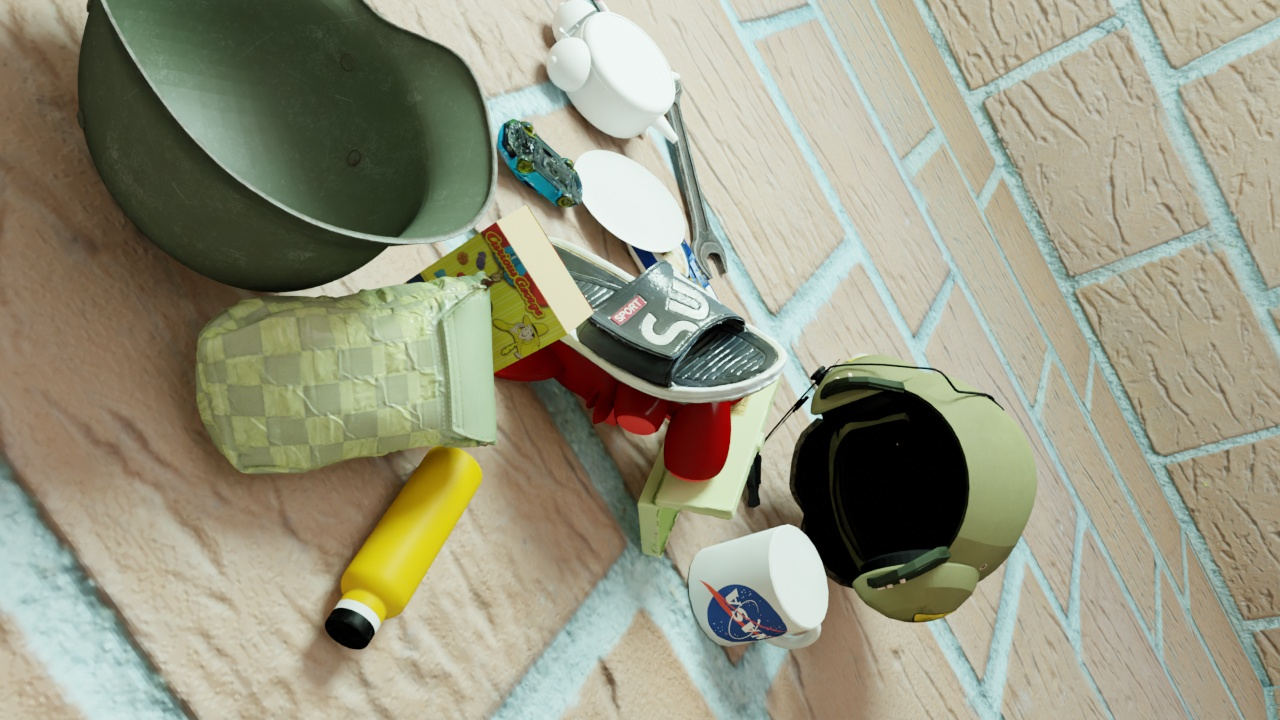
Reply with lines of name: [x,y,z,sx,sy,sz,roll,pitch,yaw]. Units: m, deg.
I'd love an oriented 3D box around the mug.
mug: [0.115,0.215,0.830,0.121,0.090,0.090,54,37,-16]

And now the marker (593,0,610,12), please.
marker: [-0.026,-0.387,1.078,0.142,0.013,0.012,56,36,-13]

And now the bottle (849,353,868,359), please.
bottle: [0.268,0.025,1.184,0.136,0.044,0.044,-22,88,-55]

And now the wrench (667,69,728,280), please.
wrench: [0.057,-0.221,1.075,0.070,0.010,0.273,4,70,-52]

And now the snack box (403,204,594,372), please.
snack box: [-0.110,-0.041,0.661,0.088,0.126,0.040,58,36,-10]

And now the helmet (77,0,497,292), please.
helmet: [-0.228,-0.144,0.543,0.226,0.154,0.267,-5,67,-52]

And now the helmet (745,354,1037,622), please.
helmet: [0.244,0.125,0.890,0.232,0.256,0.250,9,64,-46]

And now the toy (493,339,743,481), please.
toy: [-0.004,0.005,0.776,0.197,0.121,0.158,19,44,7]

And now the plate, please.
plate: [-0.013,-0.161,0.938,0.134,0.011,0.134,23,44,-24]

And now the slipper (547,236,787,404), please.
slipper: [-0.012,-0.047,0.707,0.111,0.264,0.063,-38,142,-37]

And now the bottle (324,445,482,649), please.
bottle: [-0.150,0.117,0.587,0.043,0.043,0.143,50,38,-20]

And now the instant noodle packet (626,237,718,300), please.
instant noodle packet: [0.035,-0.089,0.967,0.134,0.026,0.086,59,39,-8]

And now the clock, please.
clock: [-0.032,-0.301,0.981,0.160,0.073,0.125,28,49,-32]

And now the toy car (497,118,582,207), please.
toy car: [-0.094,-0.178,0.847,0.105,0.032,0.048,33,45,-44]

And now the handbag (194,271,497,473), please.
handbag: [-0.177,0.003,0.571,0.186,0.117,0.113,-7,102,-30]

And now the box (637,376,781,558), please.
box: [0.062,0.091,0.826,0.187,0.098,0.082,-59,151,-47]
